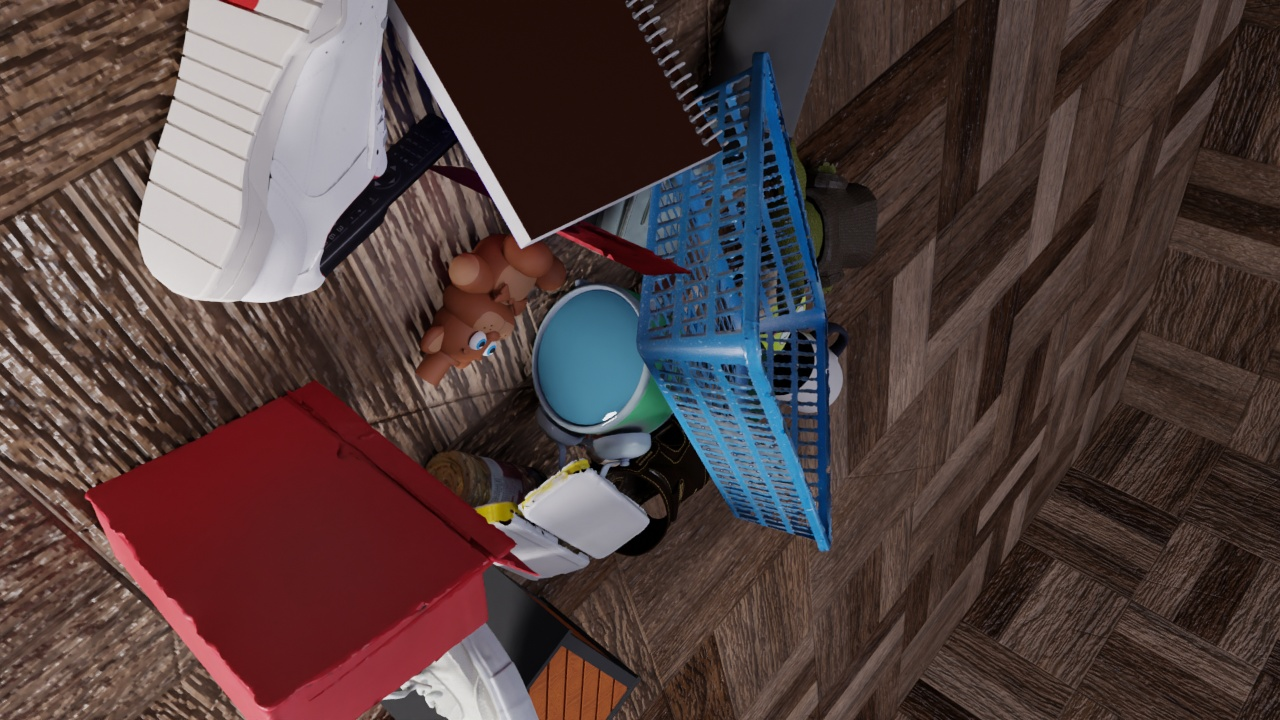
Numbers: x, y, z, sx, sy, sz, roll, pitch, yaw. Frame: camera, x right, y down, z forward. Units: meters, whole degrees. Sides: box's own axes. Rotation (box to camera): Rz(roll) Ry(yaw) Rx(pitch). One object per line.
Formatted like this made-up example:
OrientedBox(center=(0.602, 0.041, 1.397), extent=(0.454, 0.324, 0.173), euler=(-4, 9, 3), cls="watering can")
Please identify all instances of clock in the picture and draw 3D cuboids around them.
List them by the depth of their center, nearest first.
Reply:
OrientedBox(center=(-0.028, 0.021, 0.749), extent=(0.075, 0.122, 0.161), euler=(13, 92, -54), cls="clock")

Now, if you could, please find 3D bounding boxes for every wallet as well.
OrientedBox(center=(0.007, -0.145, 0.741), extent=(0.100, 0.054, 0.132), euler=(-7, 124, -39), cls="wallet")

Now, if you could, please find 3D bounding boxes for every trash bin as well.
OrientedBox(center=(-0.120, 0.279, 0.811), extent=(0.139, 0.140, 0.172), euler=(-52, 145, -13), cls="trash bin")

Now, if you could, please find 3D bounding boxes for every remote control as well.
OrientedBox(center=(-0.165, -0.101, 0.571), extent=(0.136, 0.032, 0.015), euler=(-49, 156, -17), cls="remote control")

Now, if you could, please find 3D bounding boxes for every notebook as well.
OrientedBox(center=(-0.054, -0.190, 0.539), extent=(0.171, 0.022, 0.209), euler=(-32, 95, -35), cls="notebook")

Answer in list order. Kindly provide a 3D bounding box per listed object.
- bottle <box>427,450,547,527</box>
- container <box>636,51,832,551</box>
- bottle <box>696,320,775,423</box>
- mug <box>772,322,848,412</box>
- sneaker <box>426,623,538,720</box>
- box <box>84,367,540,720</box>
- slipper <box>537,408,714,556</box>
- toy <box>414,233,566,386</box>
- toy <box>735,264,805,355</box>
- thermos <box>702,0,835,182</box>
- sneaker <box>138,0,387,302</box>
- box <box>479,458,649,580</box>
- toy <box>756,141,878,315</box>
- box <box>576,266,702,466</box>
OrientedBox(center=(-0.125, 0.108, 0.754), extent=(0.105, 0.056, 0.056), euler=(24, 94, -56), cls="bottle")
OrientedBox(center=(0.087, -0.022, 0.733), extent=(0.362, 0.089, 0.256), euler=(59, 31, -55), cls="container")
OrientedBox(center=(0.098, 0.007, 0.965), extent=(0.061, 0.061, 0.131), euler=(-48, 144, -21), cls="bottle")
OrientedBox(center=(0.192, 0.001, 1.058), extent=(0.112, 0.078, 0.096), euler=(-46, 148, 12), cls="mug")
OrientedBox(center=(-0.159, 0.202, 0.661), extent=(0.090, 0.242, 0.090), euler=(-30, 176, -24), cls="sneaker")
OrientedBox(center=(-0.195, 0.109, 0.523), extent=(0.164, 0.215, 0.153), euler=(-59, 147, 0), cls="box")
OrientedBox(center=(0.009, 0.129, 0.927), extent=(0.267, 0.076, 0.113), euler=(-23, 132, -42), cls="slipper")
OrientedBox(center=(-0.112, -0.035, 0.659), extent=(0.127, 0.065, 0.095), euler=(-56, 160, -2), cls="toy")
OrientedBox(center=(0.136, -0.059, 0.981), extent=(0.092, 0.046, 0.115), euler=(-56, 138, -8), cls="toy")
OrientedBox(center=(0.111, -0.274, 0.755), extent=(0.082, 0.082, 0.241), euler=(-9, 121, -50), cls="thermos")
OrientedBox(center=(-0.173, -0.141, 0.488), extent=(0.104, 0.090, 0.237), euler=(0, 113, -62), cls="sneaker")
OrientedBox(center=(-0.070, 0.138, 0.759), extent=(0.130, 0.036, 0.209), euler=(-26, 153, 4), cls="box")
OrientedBox(center=(0.180, -0.134, 0.950), extent=(0.152, 0.078, 0.179), euler=(-14, 108, -41), cls="toy")
OrientedBox(center=(-0.007, 0.004, 0.823), extent=(0.042, 0.083, 0.187), euler=(22, 98, -41), cls="box")
